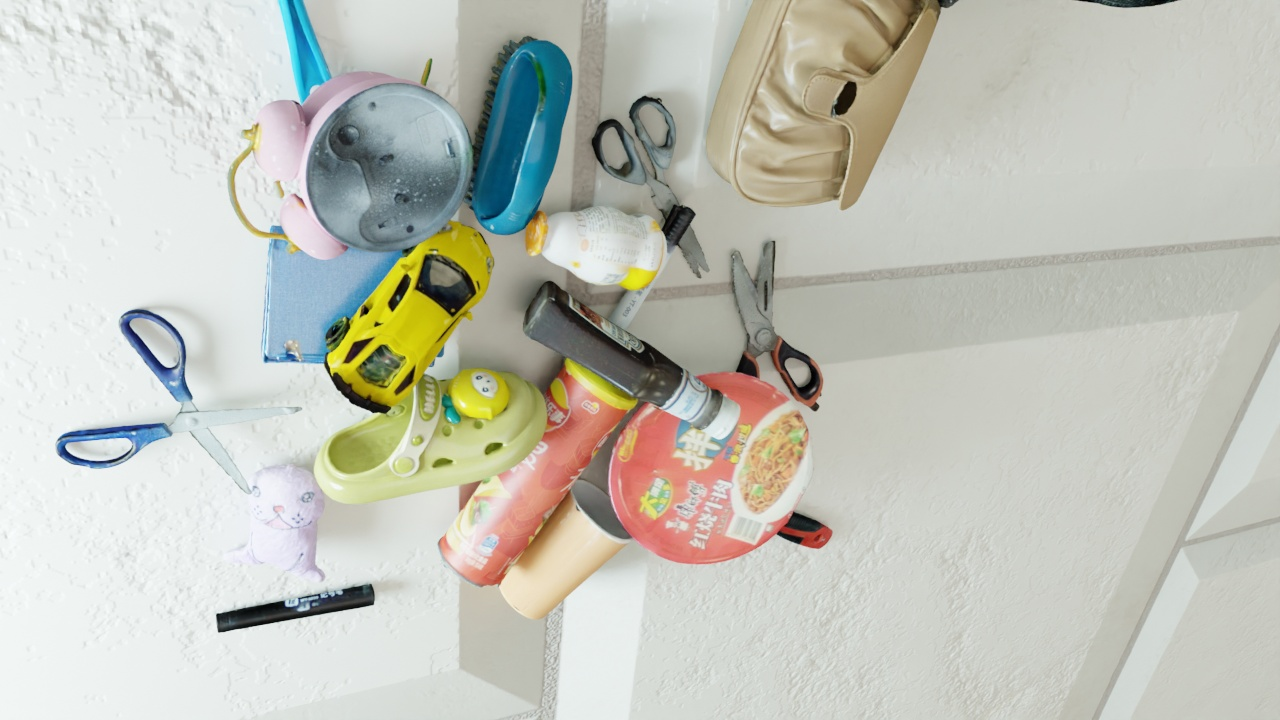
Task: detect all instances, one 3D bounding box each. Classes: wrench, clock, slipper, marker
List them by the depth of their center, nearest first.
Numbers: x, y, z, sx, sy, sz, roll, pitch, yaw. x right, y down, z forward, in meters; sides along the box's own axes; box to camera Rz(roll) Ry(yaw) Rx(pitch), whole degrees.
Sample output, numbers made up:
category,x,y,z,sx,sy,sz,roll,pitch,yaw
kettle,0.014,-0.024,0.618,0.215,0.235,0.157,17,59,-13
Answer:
category,x,y,z,sx,sy,sz,roll,pitch,yaw
clock,-0.194,-0.129,0.614,0.158,0.060,0.117,-29,137,-23
slipper,-0.168,0.053,0.728,0.190,0.091,0.082,-17,138,-10
marker,0.006,-0.075,0.778,0.022,0.018,0.131,29,110,-11
marker,-0.303,0.220,0.812,0.131,0.020,0.022,-7,137,-21
wrench,0.115,0.153,0.973,0.273,0.016,0.056,31,102,-35

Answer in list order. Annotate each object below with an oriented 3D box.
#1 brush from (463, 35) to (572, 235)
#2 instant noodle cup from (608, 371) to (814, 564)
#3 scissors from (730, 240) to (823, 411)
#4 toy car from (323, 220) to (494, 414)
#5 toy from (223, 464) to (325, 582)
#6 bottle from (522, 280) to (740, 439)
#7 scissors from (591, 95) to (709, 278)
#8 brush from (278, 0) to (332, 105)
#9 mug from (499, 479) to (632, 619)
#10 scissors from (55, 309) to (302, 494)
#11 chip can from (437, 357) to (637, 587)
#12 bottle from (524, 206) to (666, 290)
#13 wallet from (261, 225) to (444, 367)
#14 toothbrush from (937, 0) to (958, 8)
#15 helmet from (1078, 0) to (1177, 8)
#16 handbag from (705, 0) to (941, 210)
category,x,y,z,sx,sy,sz,roll,pitch,yaw
brush,-0.084,-0.156,0.659,0.055,0.073,0.144,5,116,-33
instant noodle cup,0.061,0.093,0.862,0.193,0.066,0.194,-3,108,-10
scissors,0.125,-0.010,0.882,0.215,0.015,0.196,23,107,-33
toy car,-0.166,-0.035,0.670,0.071,0.041,0.155,41,83,-35
toy,-0.295,0.130,0.751,0.084,0.038,0.108,12,116,-8
bottle,-0.004,0.004,0.758,0.195,0.079,0.044,31,103,-15
scissors,0.012,-0.131,0.760,0.136,0.014,0.175,-6,124,-24
brush,-0.223,-0.266,0.554,0.083,0.046,0.255,-19,129,-19
mug,-0.074,0.183,0.868,0.078,0.078,0.123,32,107,-36
scissors,-0.342,0.037,0.679,0.172,0.012,0.162,-7,116,-14
chip can,-0.093,0.098,0.807,0.073,0.073,0.217,28,105,-35
bottle,-0.035,-0.092,0.726,0.108,0.063,0.063,7,115,-29
wallet,-0.211,-0.044,0.687,0.133,0.040,0.106,1,109,-27
toothbrush,0.206,-0.253,0.775,0.189,0.017,0.014,-45,125,6
helmet,0.335,-0.386,0.627,0.233,0.230,0.274,34,91,-45
handbag,0.144,-0.214,0.715,0.147,0.099,0.205,8,117,-24
